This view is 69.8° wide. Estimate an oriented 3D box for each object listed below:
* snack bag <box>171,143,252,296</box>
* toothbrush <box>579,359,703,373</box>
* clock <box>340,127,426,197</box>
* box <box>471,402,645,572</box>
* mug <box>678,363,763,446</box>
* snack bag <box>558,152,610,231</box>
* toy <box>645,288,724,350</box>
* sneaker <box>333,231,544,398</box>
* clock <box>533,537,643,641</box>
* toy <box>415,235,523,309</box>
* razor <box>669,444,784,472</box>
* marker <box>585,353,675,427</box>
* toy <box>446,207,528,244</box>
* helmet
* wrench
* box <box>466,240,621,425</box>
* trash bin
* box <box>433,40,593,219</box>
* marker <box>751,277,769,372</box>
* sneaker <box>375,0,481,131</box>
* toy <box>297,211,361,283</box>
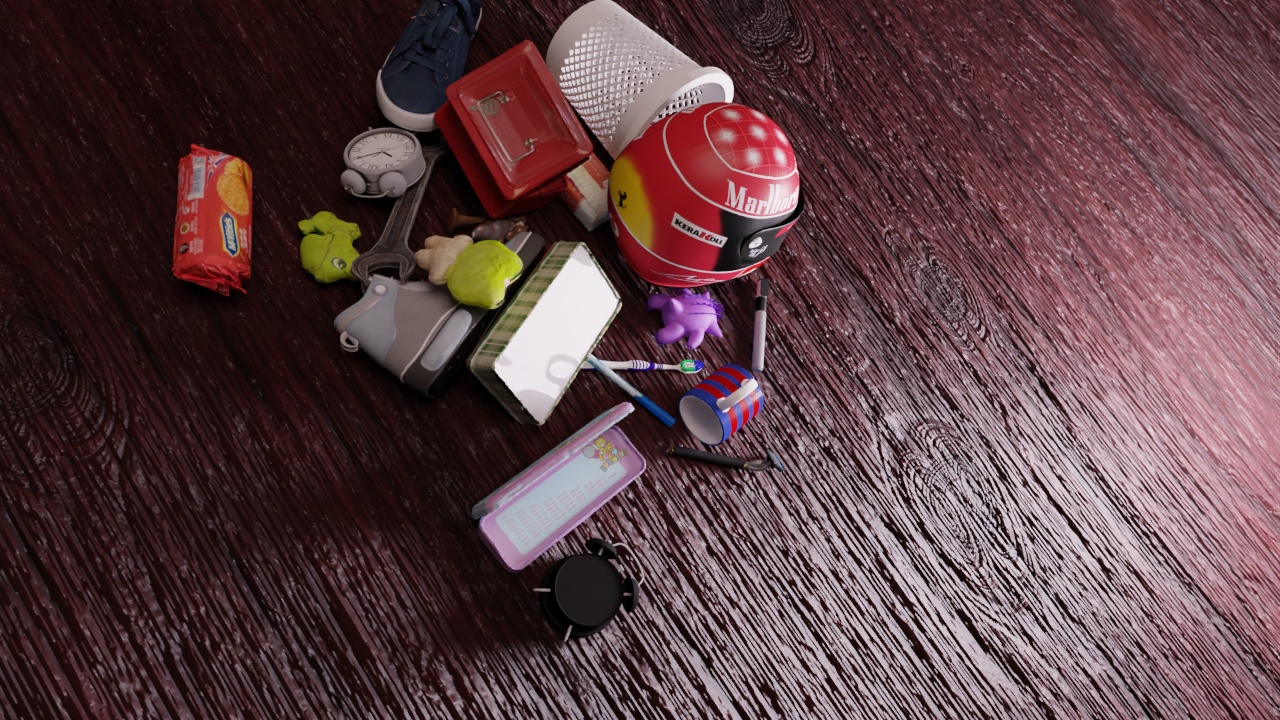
[{"bbox_3d":[-0.470,-0.152,1.007,0.082,0.083,0.176,1,66,-22],"label":"snack bag"},{"bbox_3d":[-0.007,0.007,1.151,0.186,0.016,0.015,1,68,-22],"label":"toothbrush"},{"bbox_3d":[-0.312,-0.235,1.105,0.094,0.035,0.122,4,48,4],"label":"clock"},{"bbox_3d":[-0.079,0.133,1.017,0.213,0.093,0.089,-35,82,-31],"label":"box"},{"bbox_3d":[0.107,0.048,1.121,0.076,0.112,0.075,-35,87,-31],"label":"mug"},{"bbox_3d":[-0.111,-0.277,1.231,0.077,0.041,0.225,-36,81,-32],"label":"snack bag"},{"bbox_3d":[0.062,-0.061,1.187,0.088,0.056,0.106,1,58,-26],"label":"toy"},{"bbox_3d":[-0.231,-0.085,1.070,0.160,0.093,0.255,30,57,3],"label":"sneaker"},{"bbox_3d":[-0.052,0.246,1.003,0.120,0.043,0.091,-27,78,-30],"label":"clock"},{"bbox_3d":[-0.193,-0.103,1.016,0.118,0.043,0.092,21,57,11],"label":"toy"},{"bbox_3d":[0.105,0.122,1.141,0.144,0.022,0.042,9,21,-13],"label":"razor"},{"bbox_3d":[-0.014,0.035,1.127,0.142,0.013,0.013,38,58,-9],"label":"marker"},{"bbox_3d":[-0.185,-0.162,1.145,0.101,0.042,0.054,-6,57,-30],"label":"toy"},{"bbox_3d":[0.092,-0.209,1.142,0.270,0.225,0.197,-7,66,-37],"label":"helmet"},{"bbox_3d":[-0.278,-0.186,1.096,0.070,0.010,0.272,6,49,0],"label":"wrench"},{"bbox_3d":[-0.107,-0.033,1.074,0.205,0.050,0.118,-59,136,-25],"label":"box"},{"bbox_3d":[-0.014,-0.369,1.239,0.195,0.196,0.199,-32,71,-31],"label":"trash bin"},{"bbox_3d":[-0.157,-0.271,1.134,0.152,0.165,0.157,-28,93,-3],"label":"box"},{"bbox_3d":[0.162,-0.048,1.245,0.016,0.016,0.140,15,62,-15],"label":"marker"},{"bbox_3d":[-0.253,-0.419,1.173,0.120,0.128,0.293,17,56,-11],"label":"sneaker"},{"bbox_3d":[-0.358,-0.131,1.064,0.094,0.036,0.093,26,56,-2],"label":"toy"}]
